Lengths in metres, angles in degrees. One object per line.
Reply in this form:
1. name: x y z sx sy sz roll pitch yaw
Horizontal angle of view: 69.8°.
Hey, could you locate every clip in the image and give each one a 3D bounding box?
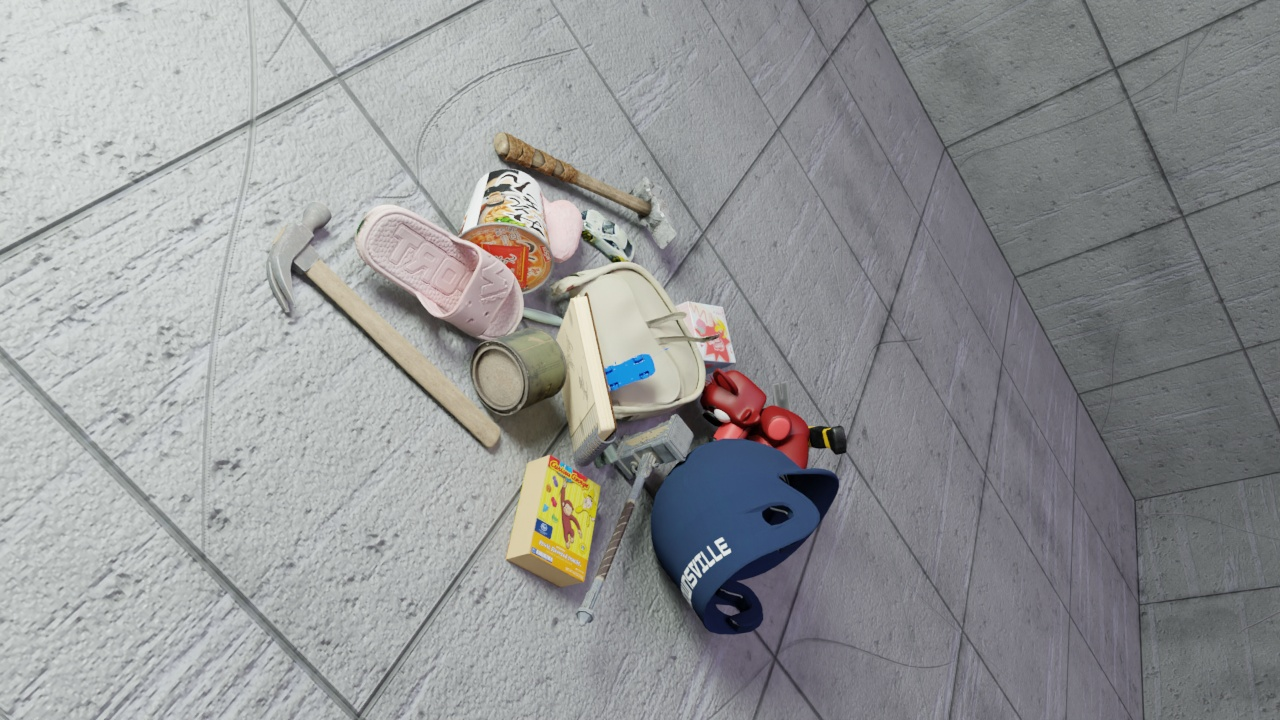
1. clip: -0.056 0.102 1.202 0.023 0.044 0.076 -24 90 -55

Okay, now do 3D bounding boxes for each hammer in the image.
1. hammer: 0.260 0.113 1.413 0.324 0.034 0.170 141 -64 -84
2. hammer: -0.075 -0.257 1.333 0.318 0.049 0.121 17 41 -40
3. hammer: -0.271 -0.018 1.006 0.331 0.031 0.119 50 41 -27
4. hammer: -0.020 0.194 1.122 0.044 0.099 0.321 51 36 -20

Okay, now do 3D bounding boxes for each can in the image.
1. can: -0.145 0.012 1.085 0.074 0.090 0.090 -25 92 -53

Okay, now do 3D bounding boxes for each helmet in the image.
1. helmet: 0.142 0.210 1.224 0.271 0.233 0.223 -5 44 -26

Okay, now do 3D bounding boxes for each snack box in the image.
1. snack box: -0.101 0.191 1.090 0.088 0.040 0.125 37 46 -34
2. snack box: 0.080 -0.031 1.394 0.092 0.080 0.094 5 69 -50

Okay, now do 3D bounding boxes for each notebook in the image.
1. notebook: -0.070 0.031 1.088 0.024 0.226 0.167 -10 79 -13

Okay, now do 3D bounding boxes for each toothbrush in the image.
1. toothbrush: -0.154 -0.062 1.173 0.154 0.015 0.022 12 35 -49

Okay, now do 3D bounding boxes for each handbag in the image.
1. handbag: -0.002 -0.030 1.251 0.183 0.132 0.229 -27 96 -44

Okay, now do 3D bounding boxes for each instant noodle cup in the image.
1. instant noodle cup: -0.167 -0.164 1.134 0.123 0.124 0.121 35 39 -36

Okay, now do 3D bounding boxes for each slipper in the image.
1. slipper: -0.208 -0.091 1.029 0.239 0.064 0.094 35 88 -46

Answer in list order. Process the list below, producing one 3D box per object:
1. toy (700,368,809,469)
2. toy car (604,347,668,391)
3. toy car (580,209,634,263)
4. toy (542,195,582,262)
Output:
1. toy: 0.156 0.092 1.353 0.197 0.158 0.120 42 78 -7
2. toy car: -0.008 0.007 1.209 0.061 0.092 0.033 -65 134 -76
3. toy car: -0.047 -0.182 1.353 0.105 0.033 0.047 35 49 -34
4. toy: -0.127 -0.187 1.244 0.105 0.053 0.108 38 46 -19
